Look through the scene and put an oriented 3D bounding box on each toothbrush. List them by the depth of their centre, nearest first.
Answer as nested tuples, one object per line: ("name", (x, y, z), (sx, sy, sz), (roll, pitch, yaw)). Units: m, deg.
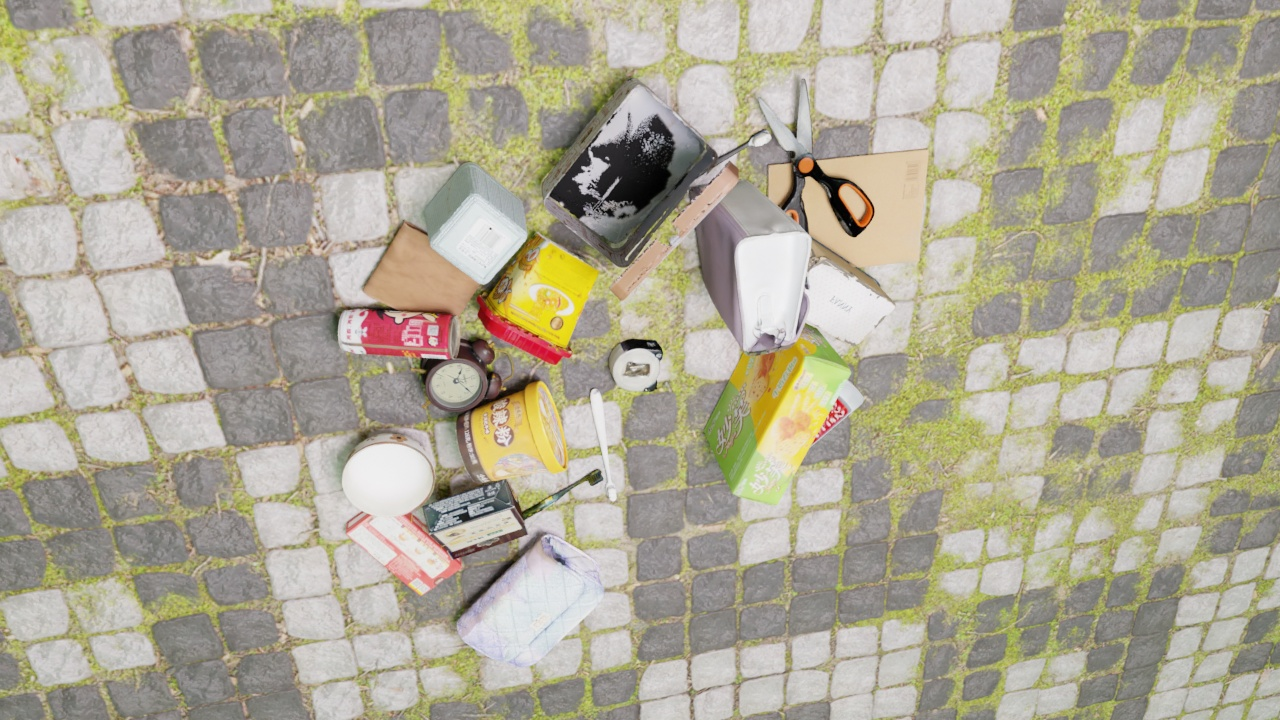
("toothbrush", (0.076, -0.227, 1.098), (0.181, 0.018, 0.016), (-28, 123, 4))
("toothbrush", (-0.050, 0.117, 1.248), (0.016, 0.016, 0.180), (-13, 119, -9))
("toothbrush", (-0.133, 0.203, 1.274), (0.186, 0.017, 0.012), (-30, 156, 4))

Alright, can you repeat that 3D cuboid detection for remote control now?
("remote control", (0.251, 0.081, 1.297), (0.136, 0.020, 0.056), (-41, 117, 10))

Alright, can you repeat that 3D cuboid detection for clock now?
("clock", (-0.217, 0.016, 1.135), (0.122, 0.055, 0.082), (-13, 119, -8))

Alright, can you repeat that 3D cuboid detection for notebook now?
("notebook", (0.262, -0.185, 1.165), (0.211, 0.012, 0.150), (-8, 118, -9))

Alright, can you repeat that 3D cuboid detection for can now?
("can", (-0.283, -0.032, 1.081), (0.133, 0.053, 0.053), (3, 117, 1))

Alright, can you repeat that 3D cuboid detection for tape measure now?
("tape measure", (-0.007, 0.007, 1.191), (0.066, 0.033, 0.066), (1, 115, -14))

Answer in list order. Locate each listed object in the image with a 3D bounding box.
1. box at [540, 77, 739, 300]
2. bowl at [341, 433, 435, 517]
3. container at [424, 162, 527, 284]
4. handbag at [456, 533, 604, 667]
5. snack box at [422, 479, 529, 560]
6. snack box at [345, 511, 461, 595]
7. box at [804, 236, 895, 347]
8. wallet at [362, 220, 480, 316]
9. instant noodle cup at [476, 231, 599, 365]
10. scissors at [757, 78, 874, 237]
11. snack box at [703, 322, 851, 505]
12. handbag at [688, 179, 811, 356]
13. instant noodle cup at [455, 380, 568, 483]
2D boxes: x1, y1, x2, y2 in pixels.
("box", (-0.001, -0.179, 0.996), (0.156, 0.193, 0.183), (36, 105, -19))
("bowl", (-0.319, 0.137, 1.171), (0.113, 0.062, 0.114), (-5, 117, -9))
("container", (-0.183, -0.150, 1.023), (0.090, 0.111, 0.090), (38, 104, -27))
("handbag", (-0.152, 0.346, 1.312), (0.134, 0.075, 0.194), (37, 103, -26))
("snack box", (-0.216, 0.212, 1.218), (0.113, 0.053, 0.126), (-17, 159, -6))
("snack box", (-0.321, 0.253, 1.252), (0.075, 0.025, 0.153), (-36, 119, 6))
("box", (0.246, -0.083, 1.167), (0.184, 0.059, 0.090), (25, 115, -40))
("wallet", (-0.254, -0.096, 1.089), (0.115, 0.020, 0.101), (29, 108, -27))
("instant noodle cup", (-0.116, -0.077, 1.084), (0.116, 0.116, 0.124), (28, 96, -24))
("scissors", (0.210, -0.223, 1.115), (0.210, 0.021, 0.222), (6, 114, -18))
("snack box", (0.170, 0.057, 1.186), (0.070, 0.157, 0.210), (18, 112, -19))
("handbag", (0.126, -0.113, 1.065), (0.098, 0.196, 0.145), (-6, 119, -10))
("instant noodle cup", (-0.163, 0.097, 1.160), (0.114, 0.118, 0.118), (-15, 120, 5))
